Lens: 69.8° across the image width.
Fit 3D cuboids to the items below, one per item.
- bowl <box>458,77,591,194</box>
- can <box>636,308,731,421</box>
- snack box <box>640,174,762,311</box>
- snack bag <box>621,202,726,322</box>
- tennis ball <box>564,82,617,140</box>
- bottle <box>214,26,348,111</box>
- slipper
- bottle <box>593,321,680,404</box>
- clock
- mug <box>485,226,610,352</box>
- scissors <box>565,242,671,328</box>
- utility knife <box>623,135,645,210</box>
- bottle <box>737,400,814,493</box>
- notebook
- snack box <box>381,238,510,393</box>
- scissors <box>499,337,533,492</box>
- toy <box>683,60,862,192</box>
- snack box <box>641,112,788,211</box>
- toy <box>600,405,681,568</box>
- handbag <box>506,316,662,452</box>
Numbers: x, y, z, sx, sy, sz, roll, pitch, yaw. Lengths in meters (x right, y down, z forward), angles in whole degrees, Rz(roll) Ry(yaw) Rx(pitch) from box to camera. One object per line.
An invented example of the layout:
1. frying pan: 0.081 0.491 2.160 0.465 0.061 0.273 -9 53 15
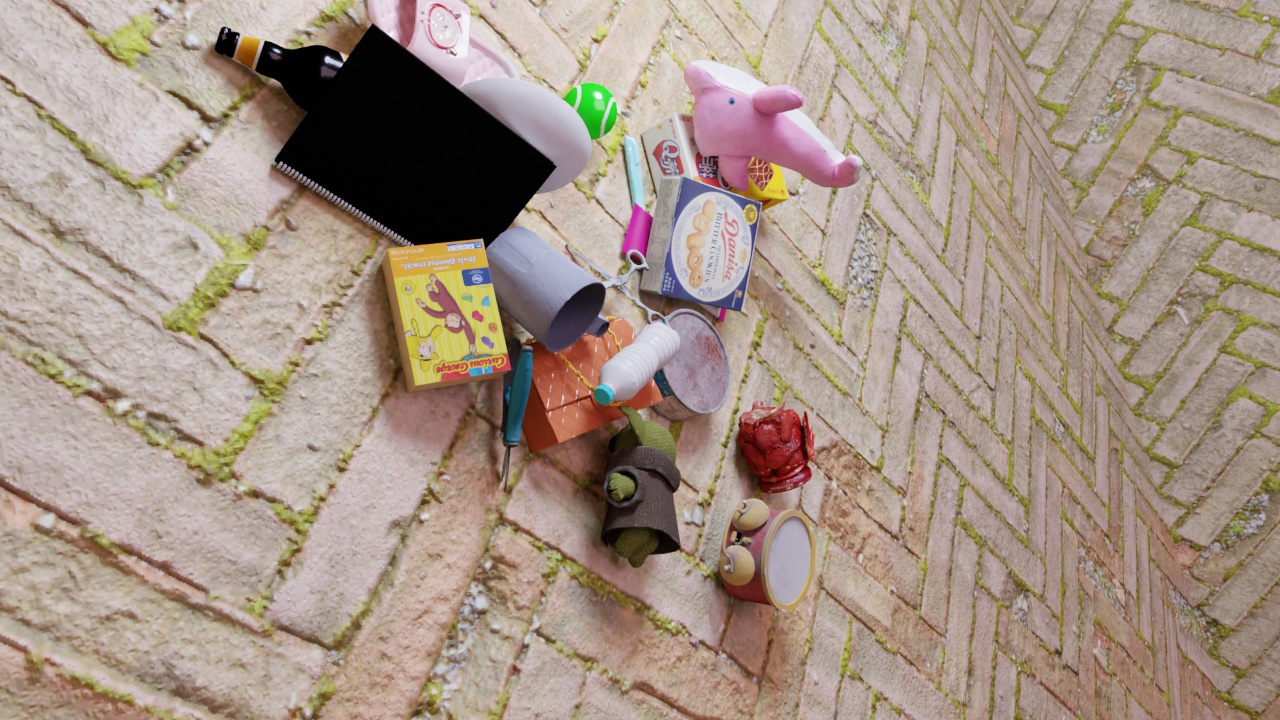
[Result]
1. bowl: -0.126 -0.209 0.911 0.149 0.150 0.043 35 54 -35
2. can: 0.052 0.006 1.106 0.129 0.044 0.129 20 62 -42
3. snack box: 0.077 -0.143 1.140 0.144 0.043 0.144 8 93 -38
4. snack bag: 0.052 -0.122 1.169 0.196 0.016 0.070 32 65 -38
5. tennis ball: -0.060 -0.293 1.079 0.065 0.066 0.065 20 62 -42
6. bottle: -0.280 -0.247 0.816 0.181 0.059 0.059 18 62 -26
7. slipper: -0.194 -0.314 0.932 0.221 0.056 0.106 24 62 -54
8. bottle: -0.006 0.006 0.952 0.135 0.044 0.044 -43 108 -49
9. clock: 0.136 0.226 1.086 0.159 0.081 0.117 40 60 -43
10. mug: -0.093 -0.069 0.922 0.104 0.084 0.124 39 7 19
11. scissors: -0.016 -0.080 1.051 0.175 0.014 0.141 42 41 -3
12. utility knife: -0.003 -0.202 1.147 0.022 0.015 0.165 2 77 -42
13. bottle: 0.178 0.104 1.170 0.098 0.099 0.111 -29 102 -49
14. notebook: -0.200 -0.179 0.838 0.206 0.149 0.016 33 14 -36
15. snack box: -0.180 -0.042 0.846 0.088 0.040 0.125 -10 83 -25
16. scissors: -0.119 0.041 0.863 0.019 0.125 0.154 6 62 -17
17. toy: 0.156 -0.279 1.180 0.265 0.186 0.128 28 92 -13
18. snack box: 0.107 -0.264 1.256 0.229 0.062 0.110 -8 82 -49
19. toy: 0.000 0.138 0.971 0.179 0.078 0.152 55 32 -55
20. handbag: -0.057 0.017 0.974 0.171 0.060 0.109 -19 86 -49
